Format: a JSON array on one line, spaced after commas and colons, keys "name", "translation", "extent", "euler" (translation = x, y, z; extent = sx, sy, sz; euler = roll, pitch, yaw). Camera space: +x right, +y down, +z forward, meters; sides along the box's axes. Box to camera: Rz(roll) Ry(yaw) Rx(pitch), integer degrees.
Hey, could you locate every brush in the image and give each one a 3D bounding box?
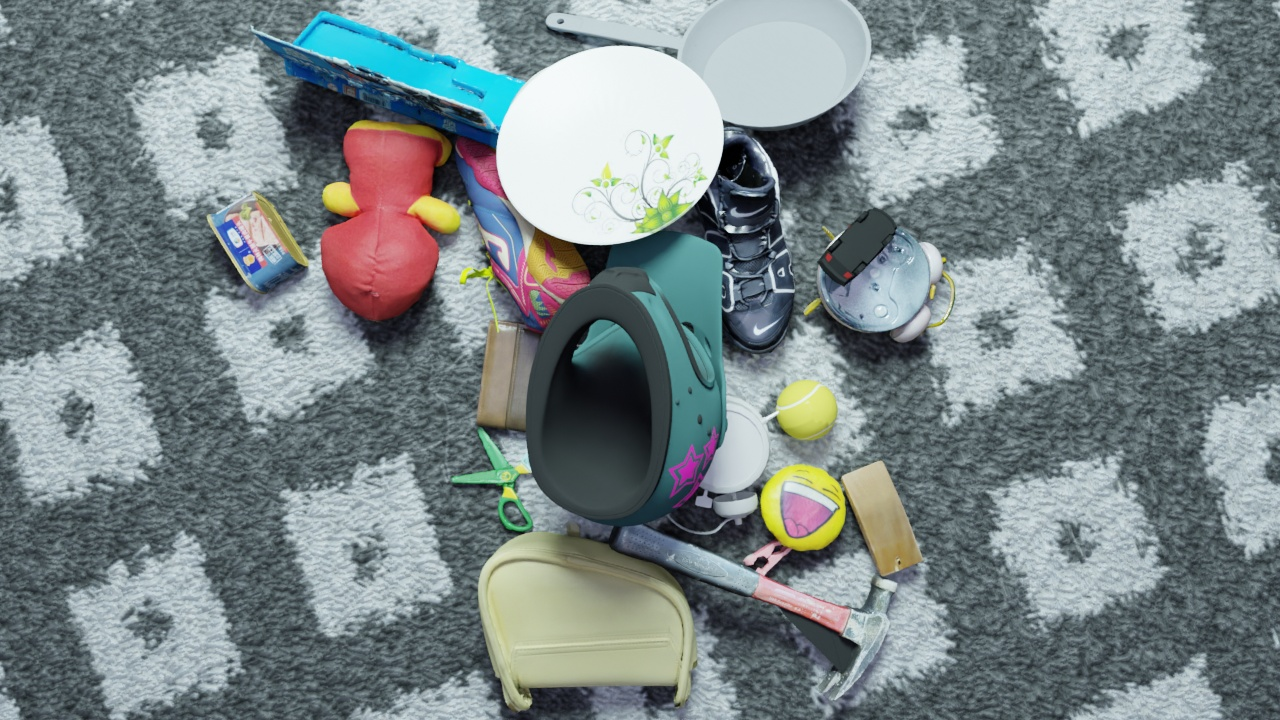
[{"name": "brush", "translation": [0.260, 0.170, 0.997], "extent": [0.049, 0.039, 0.117], "euler": [-22, 89, 0]}]

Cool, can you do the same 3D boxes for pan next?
[{"name": "pan", "translation": [0.067, -0.336, 0.993], "extent": [0.357, 0.051, 0.200], "euler": [12, 67, 17]}]

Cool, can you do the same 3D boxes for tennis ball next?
[{"name": "tennis ball", "translation": [0.179, 0.053, 0.986], "extent": [0.065, 0.065, 0.065], "euler": [0, 88, 0]}]

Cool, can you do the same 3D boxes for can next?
[{"name": "can", "translation": [-0.414, -0.129, 0.996], "extent": [0.059, 0.054, 0.100], "euler": [-33, 89, -2]}]

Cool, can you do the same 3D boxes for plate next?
[{"name": "plate", "translation": [-0.030, -0.214, 0.930], "extent": [0.229, 0.030, 0.229], "euler": [-3, 70, 7]}]

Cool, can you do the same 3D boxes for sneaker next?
[{"name": "sneaker", "translation": [-0.145, -0.135, 0.978], "extent": [0.091, 0.116, 0.241], "euler": [-49, 62, 40]}, {"name": "sneaker", "translation": [0.112, -0.132, 0.949], "extent": [0.097, 0.151, 0.252], "euler": [-15, 89, -2]}]

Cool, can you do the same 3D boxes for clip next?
[{"name": "clip", "translation": [0.143, 0.218, 1.005], "extent": [0.060, 0.023, 0.044], "euler": [-18, 93, 1]}]

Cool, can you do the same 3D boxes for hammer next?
[{"name": "hammer", "translation": [0.113, 0.242, 0.952], "extent": [0.326, 0.036, 0.140], "euler": [25, 83, -16]}]

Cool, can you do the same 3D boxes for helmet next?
[{"name": "helmet", "translation": [-0.003, 0.017, 0.882], "extent": [0.176, 0.199, 0.275], "euler": [10, 103, 19]}]

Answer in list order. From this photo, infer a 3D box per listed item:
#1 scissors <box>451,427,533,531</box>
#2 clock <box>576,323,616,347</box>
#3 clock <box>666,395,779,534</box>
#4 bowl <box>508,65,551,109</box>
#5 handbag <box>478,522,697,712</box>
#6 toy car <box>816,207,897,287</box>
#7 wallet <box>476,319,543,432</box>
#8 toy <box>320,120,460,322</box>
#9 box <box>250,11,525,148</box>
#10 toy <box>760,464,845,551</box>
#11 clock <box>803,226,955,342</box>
[{"name": "scissors", "translation": [-0.141, 0.125, 1.011], "extent": [0.130, 0.011, 0.125], "euler": [-28, 90, -2]}, {"name": "clock", "translation": [-0.006, 0.006, 0.999], "extent": [0.123, 0.042, 0.087], "euler": [44, 89, 3]}, {"name": "clock", "translation": [0.080, 0.110, 0.992], "extent": [0.120, 0.061, 0.159], "euler": [24, 93, 1]}, {"name": "bowl", "translation": [-0.059, -0.228, 0.990], "extent": [0.176, 0.058, 0.176], "euler": [1, 84, -10]}, {"name": "handbag", "translation": [-0.054, 0.276, 0.977], "extent": [0.233, 0.088, 0.191], "euler": [1, 94, -3]}, {"name": "toy car", "translation": [0.224, -0.117, 0.948], "extent": [0.042, 0.036, 0.091], "euler": [44, 79, 5]}, {"name": "wallet", "translation": [-0.125, 0.019, 1.004], "extent": [0.098, 0.027, 0.121], "euler": [8, 90, 1]}, {"name": "toy", "translation": [-0.274, -0.150, 0.979], "extent": [0.147, 0.099, 0.216], "euler": [4, 84, 8]}, {"name": "box", "translation": [-0.257, -0.287, 0.959], "extent": [0.243, 0.170, 0.070], "euler": [19, 117, 1]}, {"name": "toy", "translation": [0.176, 0.158, 0.992], "extent": [0.095, 0.041, 0.094], "euler": [26, 74, 0]}, {"name": "clock", "translation": [0.265, -0.083, 0.993], "extent": [0.158, 0.059, 0.117], "euler": [13, 89, 0]}]
